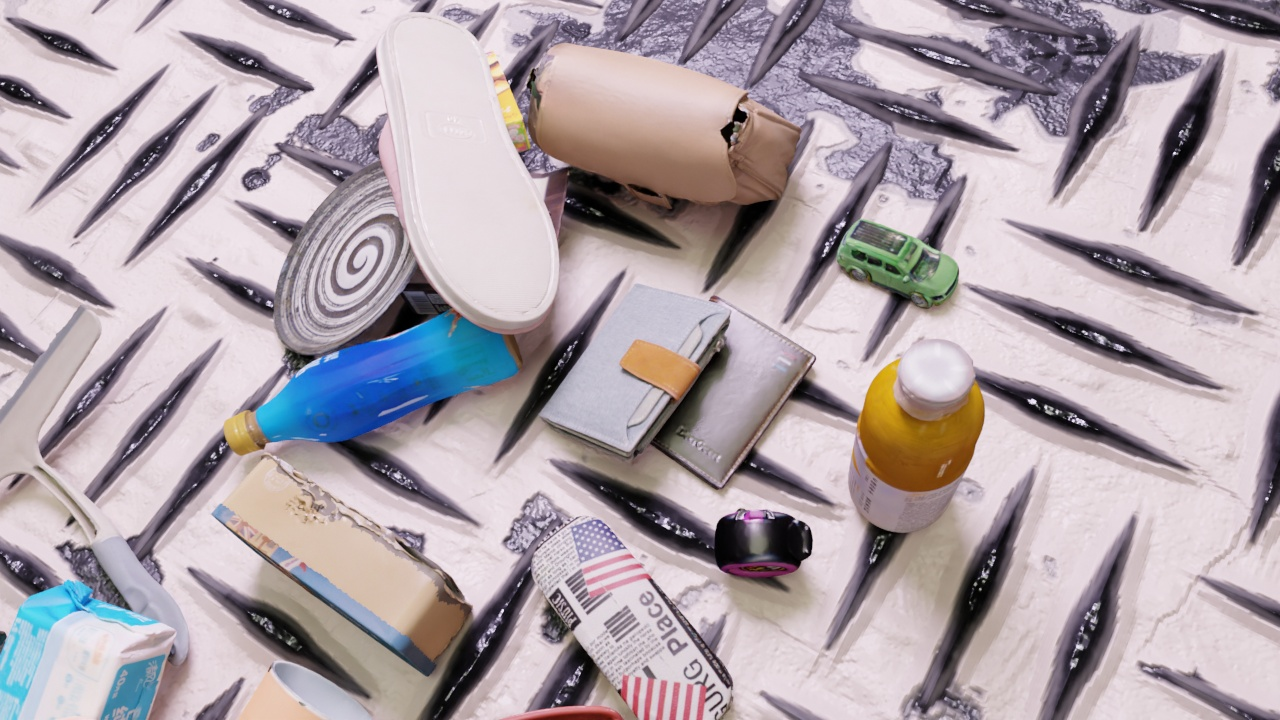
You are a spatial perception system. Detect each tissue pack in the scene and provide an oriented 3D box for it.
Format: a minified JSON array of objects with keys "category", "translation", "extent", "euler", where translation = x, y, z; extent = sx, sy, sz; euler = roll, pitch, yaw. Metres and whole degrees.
[{"category":"tissue pack","translation":[-0.368,0.223,0.596],"extent":[0.090,0.063,0.140],"euler":[16,86,15]}]

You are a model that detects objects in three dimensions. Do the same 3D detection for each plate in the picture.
[{"category":"plate","translation":[-0.224,-0.081,0.728],"extent":[0.180,0.024,0.179],"euler":[-17,56,27]}]

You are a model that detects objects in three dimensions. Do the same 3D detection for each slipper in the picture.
[{"category":"slipper","translation":[-0.133,-0.137,0.670],"extent":[0.114,0.055,0.274],"euler":[-7,67,-33]}]

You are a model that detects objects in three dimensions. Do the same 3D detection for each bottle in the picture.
[{"category":"bottle","translation":[-0.199,0.017,0.679],"extent":[0.218,0.065,0.065],"euler":[-21,63,-3]},{"category":"bottle","translation":[0.162,0.047,0.543],"extent":[0.068,0.190,0.068],"euler":[-4,63,7]}]

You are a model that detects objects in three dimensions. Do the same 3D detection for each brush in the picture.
[{"category":"brush","translation":[-0.079,0.247,0.550],"extent":[0.146,0.063,0.069],"euler":[-7,28,-3]}]

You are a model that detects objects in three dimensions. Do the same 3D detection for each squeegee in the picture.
[{"category":"squeegee","translation":[-0.397,0.130,0.670],"extent":[0.246,0.039,0.246],"euler":[40,94,16]}]

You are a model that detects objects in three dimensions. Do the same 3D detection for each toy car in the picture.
[{"category":"toy car","translation":[0.193,-0.074,0.685],"extent":[0.091,0.036,0.043],"euler":[27,69,15]}]

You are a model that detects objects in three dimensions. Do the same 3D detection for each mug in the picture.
[{"category":"mug","translation":[-0.233,0.259,0.565],"extent":[0.078,0.078,0.122],"euler":[31,77,20]}]

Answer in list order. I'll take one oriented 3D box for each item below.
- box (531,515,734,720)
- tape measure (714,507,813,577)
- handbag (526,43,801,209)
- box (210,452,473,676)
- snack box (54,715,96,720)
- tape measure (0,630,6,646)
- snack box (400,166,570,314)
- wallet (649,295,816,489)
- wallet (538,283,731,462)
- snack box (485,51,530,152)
[{"category":"box","translation":[-0.006,0.173,0.594],"extent":[0.070,0.058,0.164],"euler":[-29,64,-25]},{"category":"tape measure","translation":[0.077,0.117,0.595],"extent":[0.058,0.057,0.039],"euler":[4,67,-8]},{"category":"handbag","translation":[0.013,-0.172,0.701],"extent":[0.205,0.147,0.100],"euler":[20,98,18]},{"category":"box","translation":[-0.191,0.137,0.608],"extent":[0.184,0.090,0.059],"euler":[29,65,21]},{"category":"snack box","translation":[-0.277,0.262,0.521],"extent":[0.157,0.026,0.084],"euler":[7,77,11]},{"category":"tape measure","translation":[-0.488,0.209,0.652],"extent":[0.054,0.025,0.058],"euler":[21,65,19]},{"category":"snack box","translation":[-0.119,-0.095,0.729],"extent":[0.126,0.053,0.113],"euler":[3,64,9]},{"category":"wallet","translation":[0.055,0.021,0.668],"extent":[0.096,0.020,0.122],"euler":[33,75,21]},{"category":"wallet","translation":[-0.004,0.004,0.656],"extent":[0.107,0.037,0.129],"euler":[17,64,46]},{"category":"snack box","translation":[-0.150,-0.210,0.776],"extent":[0.087,0.034,0.140],"euler":[-18,46,-5]}]
